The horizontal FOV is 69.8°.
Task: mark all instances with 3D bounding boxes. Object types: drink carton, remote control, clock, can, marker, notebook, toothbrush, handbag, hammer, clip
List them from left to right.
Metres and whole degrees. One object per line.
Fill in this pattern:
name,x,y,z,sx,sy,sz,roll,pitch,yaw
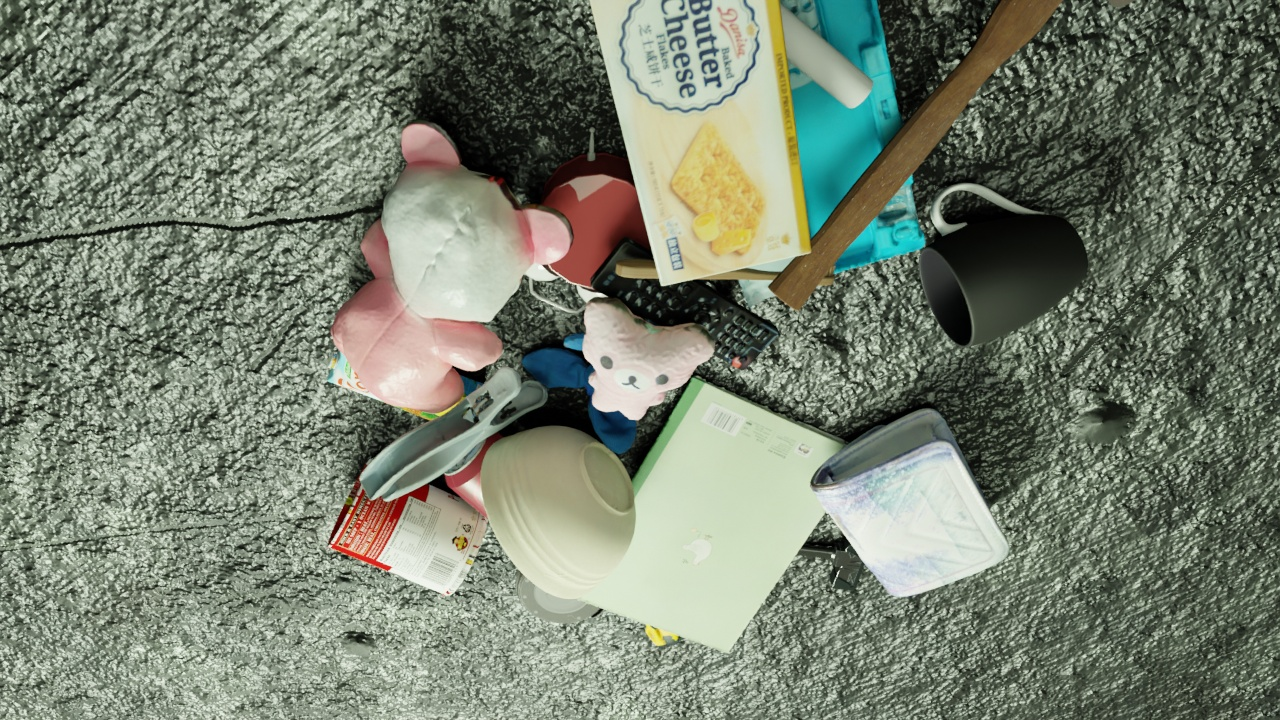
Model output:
drink carton,-0.197,0.018,0.772,0.129,0.038,0.044,24,120,-16
can,-0.210,0.152,0.832,0.116,0.086,0.087,27,119,-16
clip,-0.155,0.058,0.723,0.163,0.107,0.028,-34,76,1
can,-0.118,0.116,0.821,0.063,0.063,0.114,-33,117,20
clock,-0.070,0.212,0.896,0.123,0.043,0.091,7,120,-7
clock,-0.037,-0.096,0.690,0.096,0.048,0.138,24,120,-15
remote control,0.034,-0.043,0.689,0.150,0.022,0.047,29,118,-26
hammer,0.061,0.166,0.884,0.325,0.015,0.095,7,123,-4
notebook,0.066,0.151,0.847,0.182,0.010,0.253,23,110,-16
toothbrush,0.064,-0.065,0.658,0.166,0.016,0.016,0,118,-15
marker,0.090,-0.204,0.577,0.133,0.023,0.027,31,100,-22
handbag,0.241,0.131,0.825,0.127,0.069,0.158,-28,118,17
hammer,0.198,-0.167,0.614,0.115,0.033,0.323,31,106,-26

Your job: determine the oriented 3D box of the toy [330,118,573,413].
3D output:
toy,-0.152,-0.059,0.676,0.142,0.084,0.214,43,121,3

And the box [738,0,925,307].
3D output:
box,0.095,-0.153,0.649,0.185,0.056,0.227,-21,121,4

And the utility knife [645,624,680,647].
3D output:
utility knife,0.002,0.241,0.934,0.030,0.017,0.163,-23,118,4

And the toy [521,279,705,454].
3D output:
toy,-0.004,0.002,0.746,0.177,0.070,0.113,-33,106,20

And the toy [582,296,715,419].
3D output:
toy,-0.004,0.004,0.680,0.099,0.052,0.096,18,120,-9

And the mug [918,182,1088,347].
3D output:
mug,0.268,-0.081,0.689,0.100,0.085,0.119,-22,91,0

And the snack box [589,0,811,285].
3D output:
snack box,0.041,-0.154,0.564,0.104,0.057,0.208,-11,128,6

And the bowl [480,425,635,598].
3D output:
bowl,-0.054,0.114,0.766,0.075,0.150,0.151,-32,118,21
